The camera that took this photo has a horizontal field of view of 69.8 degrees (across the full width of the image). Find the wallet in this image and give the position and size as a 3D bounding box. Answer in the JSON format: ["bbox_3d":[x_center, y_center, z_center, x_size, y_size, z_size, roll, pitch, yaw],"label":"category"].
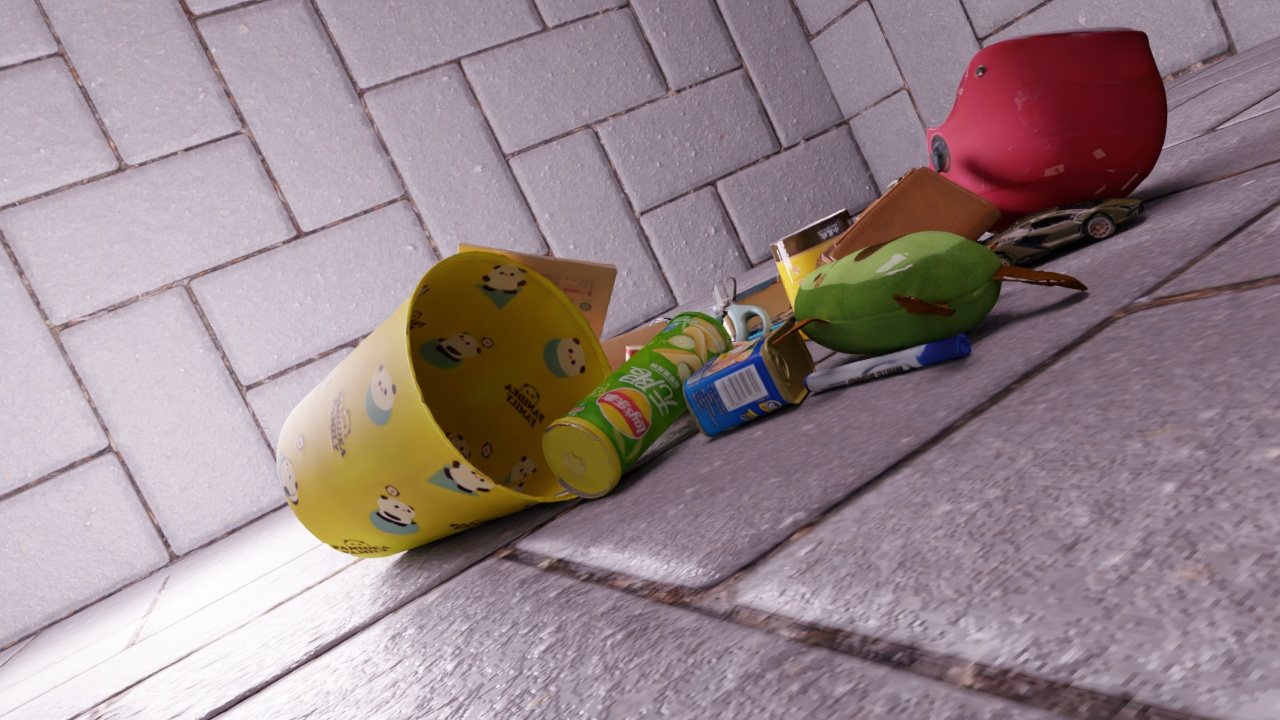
[{"bbox_3d":[0.246,-0.122,0.862,0.130,0.035,0.119,-43,50,-5],"label":"wallet"}]

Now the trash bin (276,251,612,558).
[{"bbox_3d":[-0.188,0.060,0.845,0.256,0.229,0.228,-30,2,35],"label":"trash bin"}]

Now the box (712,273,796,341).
[{"bbox_3d":[0.176,-0.073,1.175,0.184,0.061,0.090,-23,-9,5],"label":"box"}]

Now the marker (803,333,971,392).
[{"bbox_3d":[0.176,0.004,0.673,0.016,0.017,0.146,-29,6,-37],"label":"marker"}]

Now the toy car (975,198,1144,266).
[{"bbox_3d":[0.367,-0.114,0.827,0.158,0.042,0.070,-21,7,21],"label":"toy car"}]

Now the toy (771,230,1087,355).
[{"bbox_3d":[0.200,-0.051,0.713,0.226,0.090,0.247,-17,5,-21],"label":"toy"}]

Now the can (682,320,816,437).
[{"bbox_3d":[0.091,0.016,0.760,0.083,0.057,0.101,-26,4,26],"label":"can"}]

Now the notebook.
[{"bbox_3d":[-0.113,-0.026,0.911,0.147,0.008,0.208,8,-44,-8],"label":"notebook"}]

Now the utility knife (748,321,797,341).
[{"bbox_3d":[0.151,-0.027,1.129,0.218,0.018,0.034,-26,-11,-1],"label":"utility knife"}]

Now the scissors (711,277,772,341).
[{"bbox_3d":[0.115,-0.051,1.097,0.144,0.019,0.179,-16,40,32],"label":"scissors"}]

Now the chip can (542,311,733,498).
[{"bbox_3d":[0.005,0.030,0.797,0.073,0.072,0.220,-22,13,41],"label":"chip can"}]

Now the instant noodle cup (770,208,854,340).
[{"bbox_3d":[0.210,-0.098,1.024,0.118,0.114,0.118,-26,4,2],"label":"instant noodle cup"}]

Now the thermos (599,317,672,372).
[{"bbox_3d":[-0.006,0.006,1.031,0.143,0.093,0.093,-14,-3,-33],"label":"thermos"}]

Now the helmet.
[{"bbox_3d":[0.397,-0.195,0.896,0.207,0.143,0.241,-5,-29,-11],"label":"helmet"}]

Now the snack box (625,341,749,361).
[{"bbox_3d":[0.064,-0.004,0.936,0.156,0.027,0.077,-2,3,-4],"label":"snack box"}]
